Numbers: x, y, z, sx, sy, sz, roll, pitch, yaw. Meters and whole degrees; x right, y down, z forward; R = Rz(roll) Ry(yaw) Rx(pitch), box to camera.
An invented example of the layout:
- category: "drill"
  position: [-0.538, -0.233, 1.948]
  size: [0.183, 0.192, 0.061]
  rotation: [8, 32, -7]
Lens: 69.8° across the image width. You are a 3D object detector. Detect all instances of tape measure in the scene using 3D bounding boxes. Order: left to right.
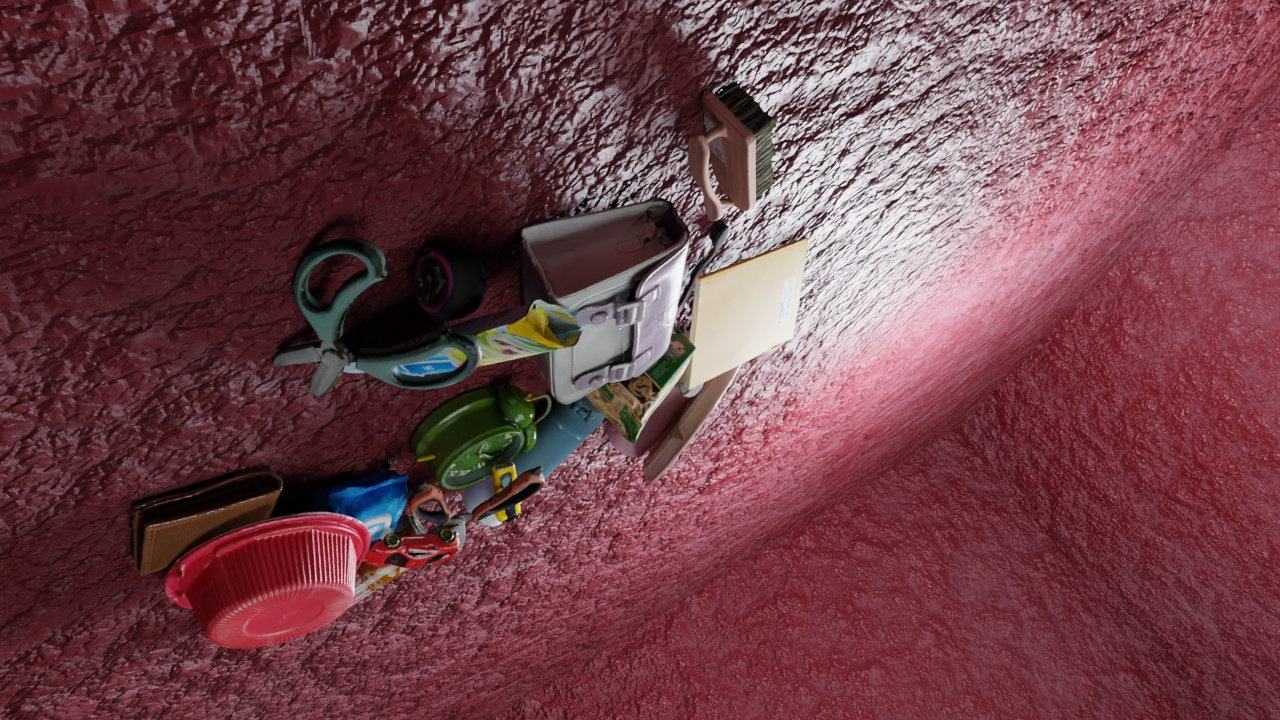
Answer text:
- category: "tape measure"
  position: [-0.152, -0.061, 0.722]
  size: [0.039, 0.057, 0.058]
  rotation: [-10, 154, -50]

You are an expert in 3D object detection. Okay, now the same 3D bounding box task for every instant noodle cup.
- category: "instant noodle cup"
  position: [-0.351, 0.222, 0.889]
  size: [0.193, 0.065, 0.194]
  rotation: [-21, 152, -12]

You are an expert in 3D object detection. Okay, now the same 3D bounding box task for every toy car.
- category: "toy car"
  position: [-0.251, 0.208, 1.000]
  size: [0.106, 0.031, 0.049]
  rotation: [3, 145, -33]

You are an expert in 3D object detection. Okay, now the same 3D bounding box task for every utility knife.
- category: "utility knife"
  position: [-0.155, 0.155, 1.055]
  size: [0.033, 0.015, 0.155]
  rotation: [-25, 153, -18]

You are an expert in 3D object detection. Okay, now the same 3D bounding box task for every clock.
- category: "clock"
  position: [-0.167, 0.079, 0.989]
  size: [0.161, 0.056, 0.116]
  rotation: [-29, 158, -17]

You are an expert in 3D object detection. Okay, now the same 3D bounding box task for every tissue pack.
- category: "tissue pack"
  position: [-0.309, 0.177, 0.984]
  size: [0.094, 0.052, 0.158]
  rotation: [-15, 151, -41]

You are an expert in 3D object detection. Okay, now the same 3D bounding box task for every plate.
- category: "plate"
  position: [0.070, 0.065, 1.232]
  size: [0.229, 0.028, 0.229]
  rotation: [-54, 180, -1]

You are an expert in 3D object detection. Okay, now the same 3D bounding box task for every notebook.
- category: "notebook"
  position: [0.131, -0.059, 1.108]
  size: [0.205, 0.010, 0.146]
  rotation: [-24, 130, -39]

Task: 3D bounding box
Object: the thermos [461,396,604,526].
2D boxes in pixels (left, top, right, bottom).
- category: "thermos"
  position: [-0.126, 0.111, 1.108]
  size: [0.221, 0.070, 0.070]
  rotation: [-45, 157, 21]

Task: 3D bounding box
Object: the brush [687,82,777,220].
- category: "brush"
  position: [0.080, -0.177, 0.823]
  size: [0.073, 0.063, 0.146]
  rotation: [-38, 161, -6]

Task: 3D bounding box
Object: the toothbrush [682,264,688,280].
- category: "toothbrush"
  position: [0.021, -0.038, 1.068]
  size: [0.027, 0.026, 0.225]
  rotation: [-4, 147, -20]

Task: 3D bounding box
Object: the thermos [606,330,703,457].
- category: "thermos"
  position: [0.029, 0.051, 1.186]
  size: [0.067, 0.087, 0.199]
  rotation: [16, 134, -25]

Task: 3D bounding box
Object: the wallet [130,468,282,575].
- category: "wallet"
  position: [-0.392, 0.145, 0.831]
  size: [0.124, 0.032, 0.101]
  rotation: [-16, 154, -39]

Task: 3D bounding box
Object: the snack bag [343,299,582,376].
- category: "snack bag"
  position: [-0.152, -0.010, 0.762]
  size: [0.191, 0.039, 0.110]
  rotation: [-12, 178, 22]

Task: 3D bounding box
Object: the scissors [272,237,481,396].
- category: "scissors"
  position: [-0.196, -0.012, 0.695]
  size: [0.178, 0.019, 0.173]
  rotation: [24, 130, -16]

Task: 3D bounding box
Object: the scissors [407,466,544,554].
- category: "scissors"
  position: [-0.198, 0.173, 1.024]
  size: [0.188, 0.015, 0.223]
  rotation: [-15, 152, -14]

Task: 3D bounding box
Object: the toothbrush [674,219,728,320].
- category: "toothbrush"
  position: [0.060, -0.094, 1.036]
  size: [0.014, 0.017, 0.190]
  rotation: [-22, 158, -30]

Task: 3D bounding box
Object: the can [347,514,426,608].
- category: "can"
  position: [-0.323, 0.245, 1.096]
  size: [0.147, 0.058, 0.058]
  rotation: [-32, 158, -10]

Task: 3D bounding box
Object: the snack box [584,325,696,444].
- category: "snack box"
  position: [-0.006, 0.006, 1.009]
  size: [0.105, 0.118, 0.118]
  rotation: [-41, 170, -20]

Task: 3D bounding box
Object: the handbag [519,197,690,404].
- category: "handbag"
  position: [-0.031, -0.053, 0.856]
  size: [0.144, 0.098, 0.197]
  rotation: [-25, 157, -16]
